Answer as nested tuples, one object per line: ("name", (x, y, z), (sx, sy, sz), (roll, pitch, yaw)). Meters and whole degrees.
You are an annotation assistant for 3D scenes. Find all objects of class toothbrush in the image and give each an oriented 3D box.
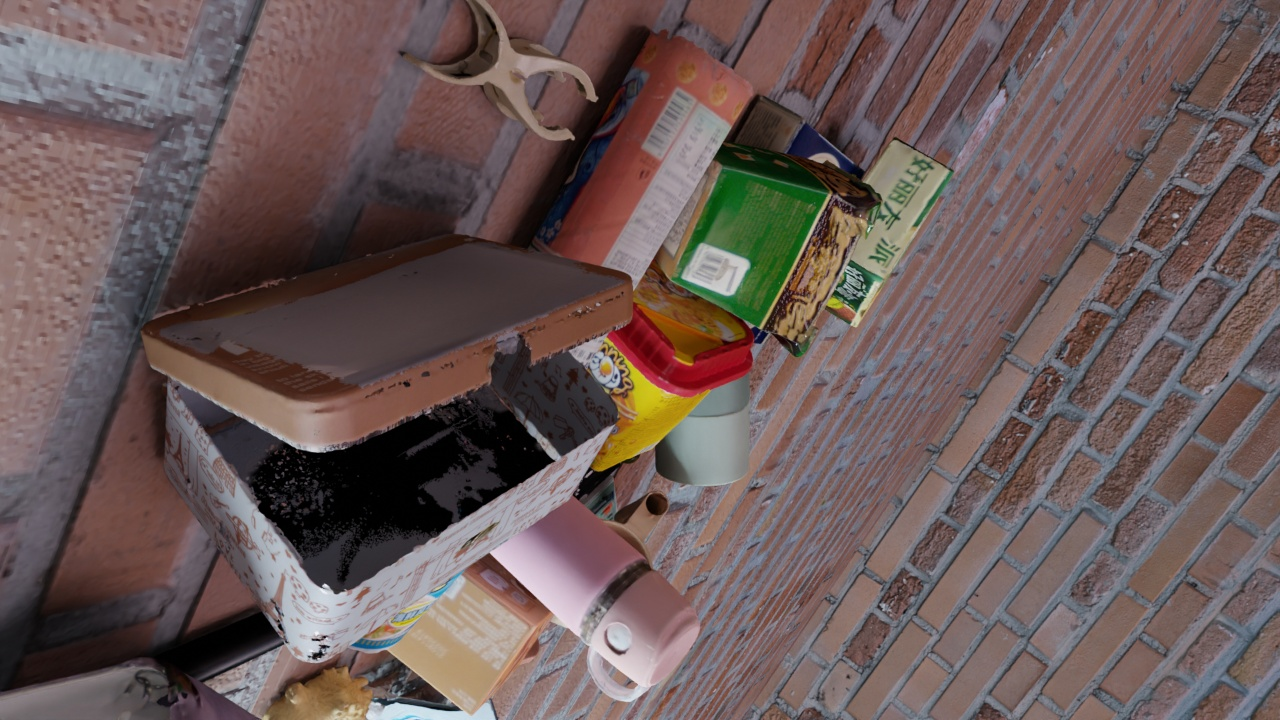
("toothbrush", (-0.218, 0.159, 0.553), (0.212, 0.026, 0.027), (-16, 150, -54))

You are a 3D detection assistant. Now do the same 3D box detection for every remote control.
("remote control", (-0.045, 0.155, 0.865), (0.056, 0.019, 0.135), (-42, 153, -24))

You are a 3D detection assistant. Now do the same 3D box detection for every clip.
("clip", (-0.068, -0.129, 0.435), (0.103, 0.034, 0.076), (-2, 125, -54))

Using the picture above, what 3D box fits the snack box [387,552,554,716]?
("snack box", (-0.120, 0.180, 0.652), (0.077, 0.093, 0.094), (-56, 172, 4))

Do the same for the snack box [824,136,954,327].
("snack box", (0.218, -0.111, 0.868), (0.114, 0.063, 0.240), (-56, 169, -2))

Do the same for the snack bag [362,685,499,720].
("snack bag", (-0.164, 0.304, 0.760), (0.191, 0.110, 0.038), (87, 15, -58))

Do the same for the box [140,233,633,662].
("box", (-0.103, 0.005, 0.414), (0.181, 0.148, 0.158), (-30, 162, -42))

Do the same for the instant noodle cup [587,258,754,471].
("instant noodle cup", (-0.004, 0.004, 0.643), (0.115, 0.116, 0.124), (-18, 150, -51))

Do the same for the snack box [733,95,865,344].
("snack box", (0.099, -0.103, 0.751), (0.182, 0.046, 0.178), (3, 120, -61))

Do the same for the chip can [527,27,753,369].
("chip can", (-0.018, -0.081, 0.538), (0.215, 0.071, 0.071), (-58, 155, 10))

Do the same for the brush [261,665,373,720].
("brush", (-0.243, 0.323, 0.691), (0.083, 0.046, 0.255), (-30, 141, -45))

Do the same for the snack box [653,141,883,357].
("snack box", (0.066, -0.085, 0.599), (0.105, 0.117, 0.118), (14, 112, -24))

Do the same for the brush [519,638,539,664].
("brush", (-0.123, 0.232, 0.774), (0.073, 0.063, 0.145), (-46, 157, 7))

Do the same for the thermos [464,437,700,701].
("thermos", (-0.054, 0.135, 0.607), (0.067, 0.198, 0.087), (-10, 133, -58))

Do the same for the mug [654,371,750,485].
("mug", (0.049, 0.039, 0.798), (0.082, 0.112, 0.106), (-6, 105, -13))

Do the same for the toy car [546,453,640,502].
("toy car", (-0.047, 0.083, 0.738), (0.155, 0.041, 0.071), (-41, 153, -15))

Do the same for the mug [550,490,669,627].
("mug", (-0.033, 0.166, 0.767), (0.124, 0.084, 0.104), (-51, -177, -24))

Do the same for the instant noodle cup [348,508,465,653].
("instant noodle cup", (-0.147, 0.112, 0.548), (0.110, 0.099, 0.099), (-53, 157, 20))

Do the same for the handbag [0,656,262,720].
("handbag", (-0.253, 0.222, 0.444), (0.144, 0.098, 0.197), (-22, 147, -14))
